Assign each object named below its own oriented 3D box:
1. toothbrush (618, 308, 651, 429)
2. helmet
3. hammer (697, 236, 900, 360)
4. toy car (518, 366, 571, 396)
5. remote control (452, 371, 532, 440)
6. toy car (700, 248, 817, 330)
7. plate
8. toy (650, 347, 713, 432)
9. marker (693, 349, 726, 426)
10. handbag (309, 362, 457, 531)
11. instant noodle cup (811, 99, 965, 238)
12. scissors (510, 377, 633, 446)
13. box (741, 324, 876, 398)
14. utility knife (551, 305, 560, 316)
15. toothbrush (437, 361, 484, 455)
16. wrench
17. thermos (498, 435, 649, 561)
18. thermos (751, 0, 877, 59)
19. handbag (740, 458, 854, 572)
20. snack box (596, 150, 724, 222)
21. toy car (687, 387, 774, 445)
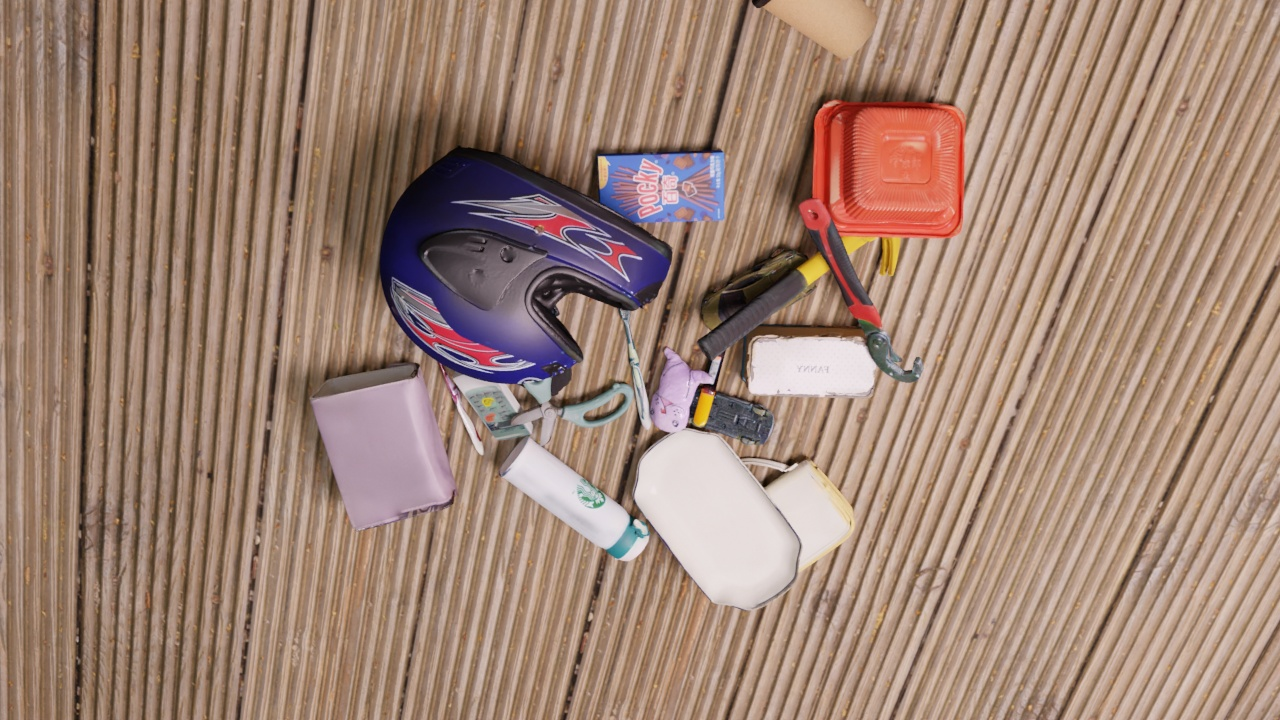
[{"bbox_3d":[-0.007,0.007,1.227,0.016,0.018,0.192,-10,109,4],"label":"toothbrush"},{"bbox_3d":[-0.147,-0.089,1.068,0.315,0.247,0.240,25,90,1],"label":"helmet"},{"bbox_3d":[0.198,-0.100,1.135,0.300,0.033,0.129,-36,105,-6],"label":"hammer"},{"bbox_3d":[-0.165,-0.002,1.213,0.155,0.041,0.071,23,109,-14],"label":"toy car"},{"bbox_3d":[-0.195,0.056,1.216,0.056,0.019,0.135,-11,134,16],"label":"remote control"},{"bbox_3d":[0.152,-0.084,1.181,0.158,0.042,0.070,-31,106,14],"label":"toy car"},{"bbox_3d":[0.106,0.214,1.256,0.162,0.034,0.265,-40,86,17],"label":"plate"},{"bbox_3d":[0.049,0.048,1.223,0.084,0.038,0.108,32,111,31],"label":"toy"},{"bbox_3d":[0.094,0.027,1.216,0.018,0.015,0.124,15,89,19],"label":"marker"},{"bbox_3d":[-0.337,0.112,1.228,0.145,0.098,0.197,-10,108,6],"label":"handbag"},{"bbox_3d":[0.298,-0.230,1.079,0.189,0.079,0.164,0,89,-1],"label":"instant noodle cup"},{"bbox_3d":[-0.097,0.031,1.209,0.170,0.019,0.178,-16,121,-8],"label":"scissors"},{"bbox_3d":[0.214,0.001,1.201,0.184,0.061,0.090,4,109,1],"label":"box"},{"bbox_3d":[-0.206,-0.076,1.201,0.203,0.015,0.033,6,107,-1],"label":"utility knife"},{"bbox_3d":[-0.248,0.046,1.247,0.017,0.016,0.188,-21,108,-2],"label":"toothbrush"},{"bbox_3d":[0.264,-0.080,1.112,0.056,0.016,0.273,-15,117,45],"label":"wrench"},{"bbox_3d":[-0.086,0.195,1.270,0.224,0.073,0.073,38,106,-12],"label":"thermos"},{"bbox_3d":[0.196,-0.411,1.040,0.143,0.093,0.093,32,107,-19],"label":"thermos"},{"bbox_3d":[0.189,0.202,1.281,0.163,0.063,0.178,-38,90,13],"label":"handbag"},{"bbox_3d":[0.026,-0.216,1.141,0.157,0.026,0.085,-2,110,1],"label":"snack box"},{"bbox_3d":[0.121,0.075,1.241,0.120,0.036,0.054,18,104,5],"label":"toy car"}]
